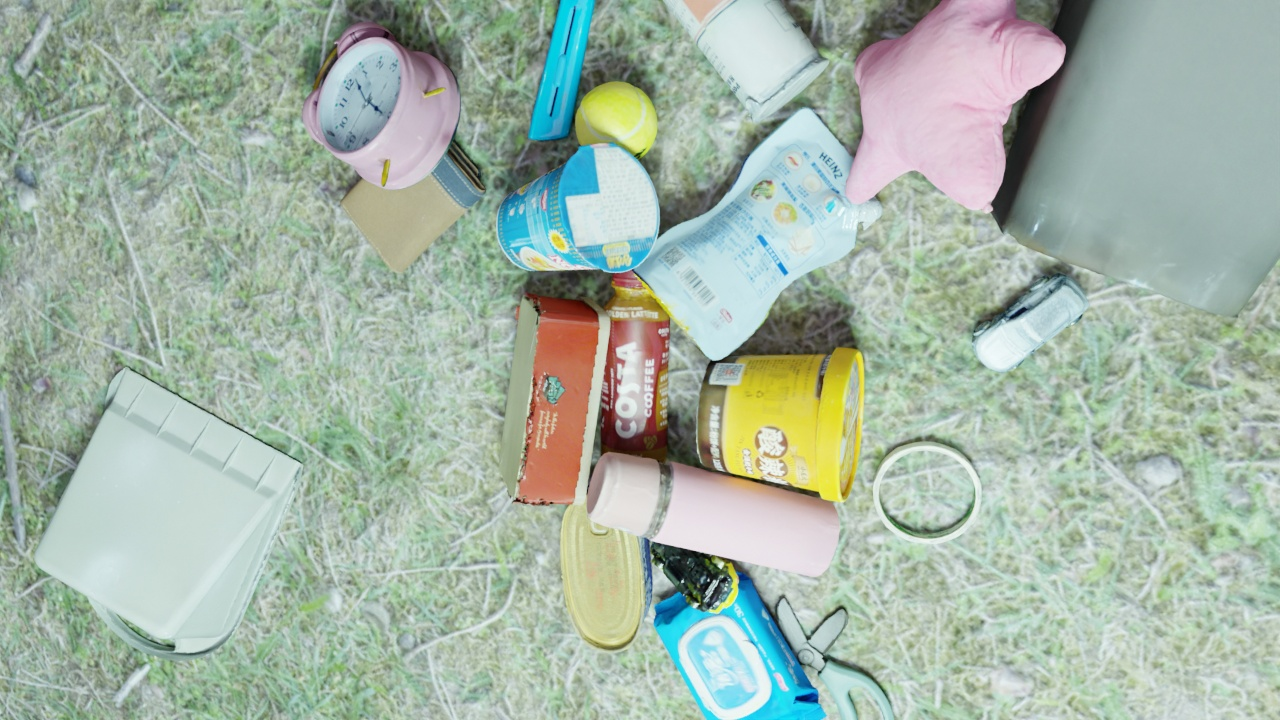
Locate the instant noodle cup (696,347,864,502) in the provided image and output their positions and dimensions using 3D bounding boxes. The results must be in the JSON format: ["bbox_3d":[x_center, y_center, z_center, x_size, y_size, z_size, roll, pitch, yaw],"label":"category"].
[{"bbox_3d":[0.111,0.045,0.725,0.114,0.118,0.118,6,103,20],"label":"instant noodle cup"}]

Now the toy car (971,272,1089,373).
[{"bbox_3d":[0.299,-0.027,0.704,0.091,0.034,0.043,-41,94,19],"label":"toy car"}]

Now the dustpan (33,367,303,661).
[{"bbox_3d":[-0.485,0.181,0.950,0.223,0.143,0.257,27,77,7],"label":"dustpan"}]

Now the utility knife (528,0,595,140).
[{"bbox_3d":[-0.057,-0.266,0.746,0.034,0.018,0.179,17,104,10],"label":"utility knife"}]

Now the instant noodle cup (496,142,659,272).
[{"bbox_3d":[-0.056,-0.112,0.727,0.110,0.099,0.099,-4,103,50],"label":"instant noodle cup"}]

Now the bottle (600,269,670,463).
[{"bbox_3d":[-0.005,0.004,0.770,0.057,0.057,0.175,4,103,13],"label":"bottle"}]

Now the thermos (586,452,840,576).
[{"bbox_3d":[0.055,0.125,0.751,0.198,0.087,0.067,14,74,-12],"label":"thermos"}]

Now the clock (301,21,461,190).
[{"bbox_3d":[-0.222,-0.214,0.760,0.158,0.059,0.117,39,101,33],"label":"clock"}]

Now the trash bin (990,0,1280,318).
[{"bbox_3d":[0.348,-0.165,0.587,0.199,0.198,0.220,21,112,8],"label":"trash bin"}]

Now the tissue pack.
[{"bbox_3d":[0.082,0.262,0.792,0.095,0.052,0.157,-37,75,19],"label":"tissue pack"}]

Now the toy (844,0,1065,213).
[{"bbox_3d":[0.203,-0.173,0.628,0.195,0.074,0.178,-41,50,54],"label":"toy"}]

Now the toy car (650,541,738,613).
[{"bbox_3d":[0.047,0.173,0.784,0.032,0.105,0.048,25,98,-38],"label":"toy car"}]

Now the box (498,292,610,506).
[{"bbox_3d":[-0.083,0.031,0.769,0.077,0.091,0.168,4,104,-19],"label":"box"}]

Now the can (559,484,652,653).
[{"bbox_3d":[-0.029,0.182,0.818,0.075,0.049,0.148,-3,101,14],"label":"can"}]

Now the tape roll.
[{"bbox_3d":[0.236,0.110,0.758,0.086,0.013,0.086,3,103,13],"label":"tape roll"}]

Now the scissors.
[{"bbox_3d":[0.151,0.303,0.817,0.179,0.019,0.170,41,104,5],"label":"scissors"}]

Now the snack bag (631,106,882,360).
[{"bbox_3d":[0.094,-0.098,0.719,0.191,0.039,0.110,-41,83,0],"label":"snack bag"}]

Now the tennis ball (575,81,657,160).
[{"bbox_3d":[-0.019,-0.187,0.729,0.065,0.065,0.065,3,102,13],"label":"tennis ball"}]

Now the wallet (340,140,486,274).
[{"bbox_3d":[-0.199,-0.144,0.800,0.115,0.033,0.090,-40,88,19],"label":"wallet"}]

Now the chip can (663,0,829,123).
[{"bbox_3d":[0.048,-0.285,0.689,0.071,0.071,0.214,-38,91,18],"label":"chip can"}]
